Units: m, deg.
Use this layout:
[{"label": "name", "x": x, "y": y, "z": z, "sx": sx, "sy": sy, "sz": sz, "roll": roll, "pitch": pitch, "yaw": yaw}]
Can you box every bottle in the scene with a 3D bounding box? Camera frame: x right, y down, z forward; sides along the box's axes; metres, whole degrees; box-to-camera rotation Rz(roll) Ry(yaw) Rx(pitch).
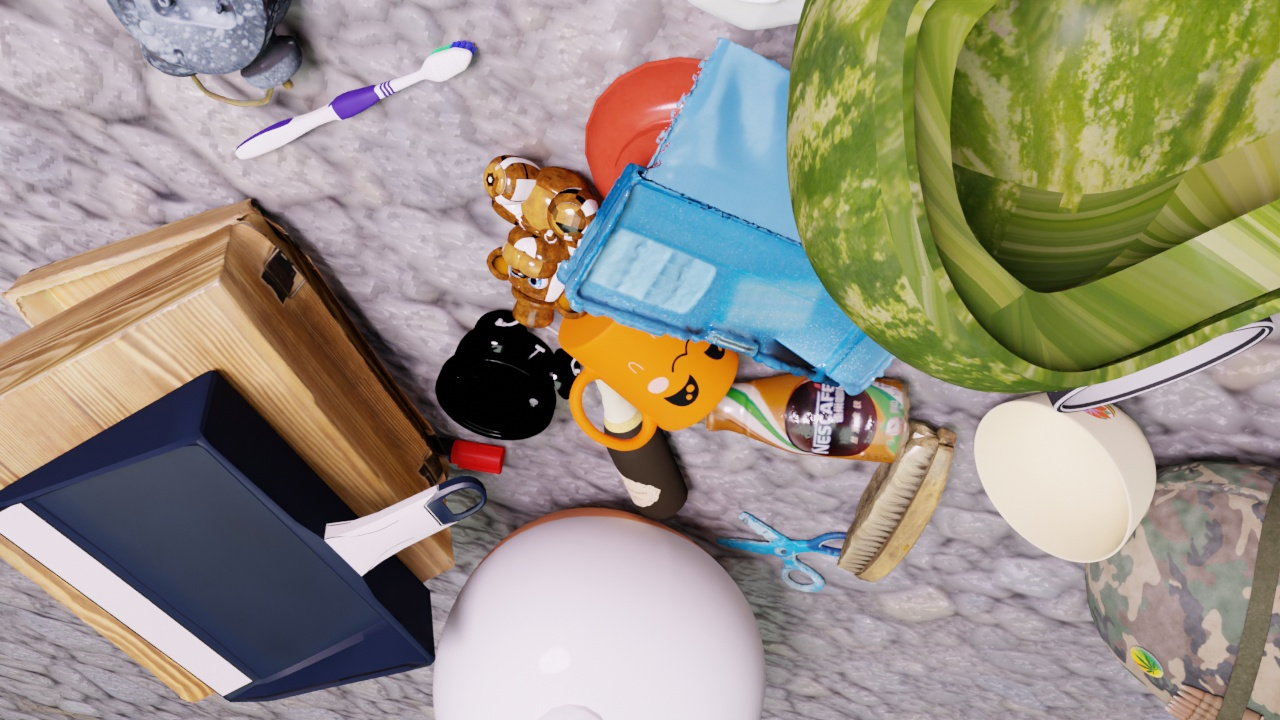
[{"label": "bottle", "x": 0.104, "y": 0.036, "z": 0.654, "sx": 0.167, "sy": 0.059, "sz": 0.059, "roll": 5, "pitch": 136, "yaw": 11}, {"label": "bottle", "x": -0.009, "y": 0.051, "z": 0.701, "sx": 0.045, "sy": 0.045, "sz": 0.185, "roll": -6, "pitch": 134, "yaw": 18}]

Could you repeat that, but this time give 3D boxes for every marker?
[{"label": "marker", "x": -0.189, "y": 0.074, "z": 0.780, "sx": 0.145, "sy": 0.021, "sz": 0.023, "roll": 9, "pitch": 99, "yaw": 3}]

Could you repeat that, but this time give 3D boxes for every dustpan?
[{"label": "dustpan", "x": -0.221, "y": 0.124, "z": 0.575, "sx": 0.273, "sy": 0.080, "sz": 0.236, "roll": -29, "pitch": 125, "yaw": 2}]

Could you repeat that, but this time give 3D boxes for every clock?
[{"label": "clock", "x": -0.096, "y": 0.010, "z": 0.679, "sx": 0.091, "sy": 0.042, "sz": 0.121, "roll": 33, "pitch": 132, "yaw": -21}, {"label": "clock", "x": -0.233, "y": -0.191, "z": 0.493, "sx": 0.090, "sy": 0.052, "sz": 0.130, "roll": 10, "pitch": 136, "yaw": 1}]

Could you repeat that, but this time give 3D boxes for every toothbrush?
[{"label": "toothbrush", "x": -0.175, "y": -0.153, "z": 0.547, "sx": 0.187, "sy": 0.016, "sz": 0.015, "roll": -12, "pitch": 132, "yaw": 26}]

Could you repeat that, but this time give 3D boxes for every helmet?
[{"label": "helmet", "x": 0.434, "y": 0.174, "z": 0.624, "sx": 0.237, "sy": 0.192, "sz": 0.224, "roll": 6, "pitch": 129, "yaw": 45}, {"label": "helmet", "x": 0.171, "y": -0.113, "z": 0.349, "sx": 0.213, "sy": 0.242, "sz": 0.248, "roll": 34, "pitch": 128, "yaw": -18}]

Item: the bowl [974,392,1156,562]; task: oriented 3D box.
[{"label": "bowl", "x": 0.301, "y": 0.067, "z": 0.626, "sx": 0.073, "sy": 0.118, "sz": 0.118, "roll": -25, "pitch": 142, "yaw": -24}]

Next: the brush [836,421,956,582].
[{"label": "brush", "x": 0.197, "y": 0.116, "z": 0.717, "sx": 0.043, "sy": 0.059, "sz": 0.196, "roll": 20, "pitch": 139, "yaw": 8}]

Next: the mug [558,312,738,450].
[{"label": "mug", "x": -0.004, "y": 0.004, "z": 0.608, "sx": 0.096, "sy": 0.112, "sz": 0.078, "roll": 40, "pitch": 167, "yaw": -27}]

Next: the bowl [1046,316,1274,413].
[{"label": "bowl", "x": 0.290, "y": -0.023, "z": 0.538, "sx": 0.120, "sy": 0.066, "sz": 0.120, "roll": -15, "pitch": 160, "yaw": -6}]

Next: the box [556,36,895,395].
[{"label": "box", "x": 0.092, "y": -0.069, "z": 0.529, "sx": 0.231, "sy": 0.033, "sz": 0.175, "roll": 18, "pitch": 128, "yaw": -28}]

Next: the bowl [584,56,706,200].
[{"label": "bowl", "x": 0.024, "y": -0.111, "z": 0.534, "sx": 0.122, "sy": 0.035, "sz": 0.122, "roll": 6, "pitch": 136, "yaw": 6}]

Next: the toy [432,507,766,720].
[{"label": "toy", "x": -0.038, "y": 0.251, "z": 0.764, "sx": 0.262, "sy": 0.280, "sz": 0.266, "roll": 22, "pitch": 100, "yaw": -13}]

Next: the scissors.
[{"label": "scissors", "x": 0.140, "y": 0.165, "z": 0.816, "sx": 0.128, "sy": 0.012, "sz": 0.137, "roll": -29, "pitch": 122, "yaw": 35}]

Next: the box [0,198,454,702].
[{"label": "box", "x": -0.299, "y": 0.045, "z": 0.678, "sx": 0.258, "sy": 0.220, "sz": 0.279, "roll": -26, "pitch": 124, "yaw": 2}]

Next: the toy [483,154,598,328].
[{"label": "toy", "x": -0.060, "y": -0.070, "z": 0.574, "sx": 0.087, "sy": 0.067, "sz": 0.113, "roll": 30, "pitch": 126, "yaw": 16}]

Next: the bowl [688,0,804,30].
[{"label": "bowl", "x": 0.057, "y": -0.201, "z": 0.415, "sx": 0.117, "sy": 0.061, "sz": 0.118, "roll": 7, "pitch": 137, "yaw": 6}]
